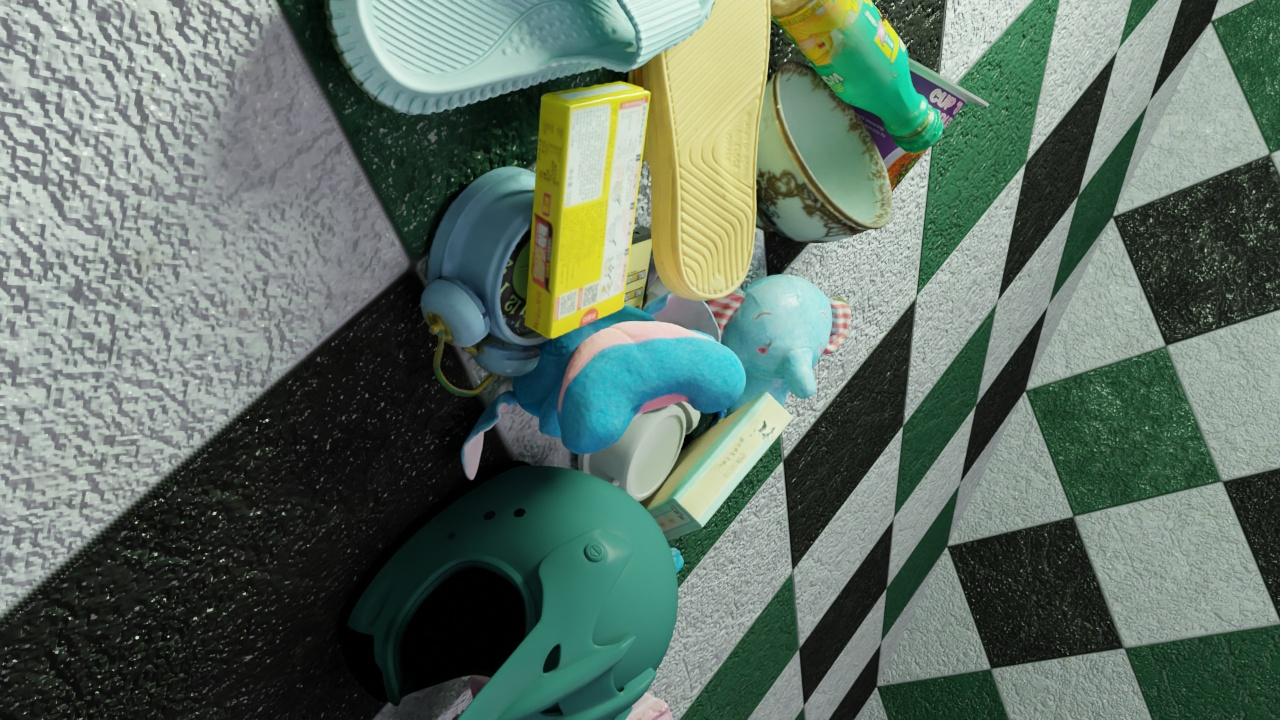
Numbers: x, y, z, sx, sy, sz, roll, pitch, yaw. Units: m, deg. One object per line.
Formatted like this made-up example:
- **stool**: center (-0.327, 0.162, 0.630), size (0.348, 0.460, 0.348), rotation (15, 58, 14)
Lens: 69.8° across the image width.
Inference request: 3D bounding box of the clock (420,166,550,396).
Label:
- **clock**: center (-0.090, -0.051, 0.613), size (0.162, 0.060, 0.118), rotation (-61, 151, -4)

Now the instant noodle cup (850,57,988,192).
- **instant noodle cup**: center (0.250, -0.232, 0.913), size (0.122, 0.137, 0.121), rotation (-61, 166, 21)

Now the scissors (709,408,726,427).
- **scissors**: center (0.092, 0.053, 1.024), size (0.126, 0.013, 0.125), rotation (-59, 149, 6)

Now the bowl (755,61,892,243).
- **bowl**: center (0.133, -0.164, 0.797), size (0.094, 0.160, 0.159), rotation (-30, 171, 38)

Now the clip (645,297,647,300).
- **clip**: center (0.023, -0.047, 0.829), size (0.045, 0.023, 0.060), rotation (-52, 144, -11)

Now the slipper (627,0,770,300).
- **slipper**: center (0.033, -0.176, 0.667), size (0.099, 0.078, 0.263), rotation (-11, 106, -34)

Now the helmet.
- **helmet**: center (-0.086, 0.206, 0.700), size (0.273, 0.200, 0.177), rotation (-35, 141, -37)

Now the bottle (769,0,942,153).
- **bottle**: center (0.192, -0.254, 0.785), size (0.209, 0.068, 0.068), rotation (34, 86, -38)

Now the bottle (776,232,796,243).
- **bottle**: center (0.188, -0.162, 0.964), size (0.122, 0.033, 0.033), rotation (-37, 142, -35)

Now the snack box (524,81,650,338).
- **snack box**: center (-0.034, -0.093, 0.578), size (0.075, 0.025, 0.152), rotation (-27, 135, -46)

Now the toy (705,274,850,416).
- **toy**: center (0.136, 0.001, 0.934), size (0.183, 0.115, 0.181), rotation (1, 105, -29)

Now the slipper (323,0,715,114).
- **slipper**: center (-0.043, -0.212, 0.511), size (0.275, 0.070, 0.116), rotation (-32, 110, -34)

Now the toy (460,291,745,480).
- **toy**: center (-0.030, 0.016, 0.660), size (0.223, 0.191, 0.099), rotation (-27, 107, -15)

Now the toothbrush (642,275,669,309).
- **toothbrush**: center (0.030, -0.078, 0.791), size (0.187, 0.018, 0.019), rotation (-56, 149, -21)

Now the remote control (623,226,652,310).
- **remote control**: center (-0.019, -0.044, 0.772), size (0.058, 0.013, 0.134), rotation (-26, 136, -44)

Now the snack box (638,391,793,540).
- **snack box**: center (0.055, 0.114, 0.900), size (0.141, 0.044, 0.194), rotation (-45, -179, -25)

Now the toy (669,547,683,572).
- **toy**: center (-0.006, 0.233, 0.964), size (0.092, 0.062, 0.133), rotation (-24, 156, -44)

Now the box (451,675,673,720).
- **box**: center (-0.098, 0.313, 0.770), size (0.178, 0.233, 0.040), rotation (-31, 105, -29)

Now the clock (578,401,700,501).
- **clock**: center (0.003, 0.059, 0.855), size (0.159, 0.061, 0.120), rotation (-60, 153, -10)
